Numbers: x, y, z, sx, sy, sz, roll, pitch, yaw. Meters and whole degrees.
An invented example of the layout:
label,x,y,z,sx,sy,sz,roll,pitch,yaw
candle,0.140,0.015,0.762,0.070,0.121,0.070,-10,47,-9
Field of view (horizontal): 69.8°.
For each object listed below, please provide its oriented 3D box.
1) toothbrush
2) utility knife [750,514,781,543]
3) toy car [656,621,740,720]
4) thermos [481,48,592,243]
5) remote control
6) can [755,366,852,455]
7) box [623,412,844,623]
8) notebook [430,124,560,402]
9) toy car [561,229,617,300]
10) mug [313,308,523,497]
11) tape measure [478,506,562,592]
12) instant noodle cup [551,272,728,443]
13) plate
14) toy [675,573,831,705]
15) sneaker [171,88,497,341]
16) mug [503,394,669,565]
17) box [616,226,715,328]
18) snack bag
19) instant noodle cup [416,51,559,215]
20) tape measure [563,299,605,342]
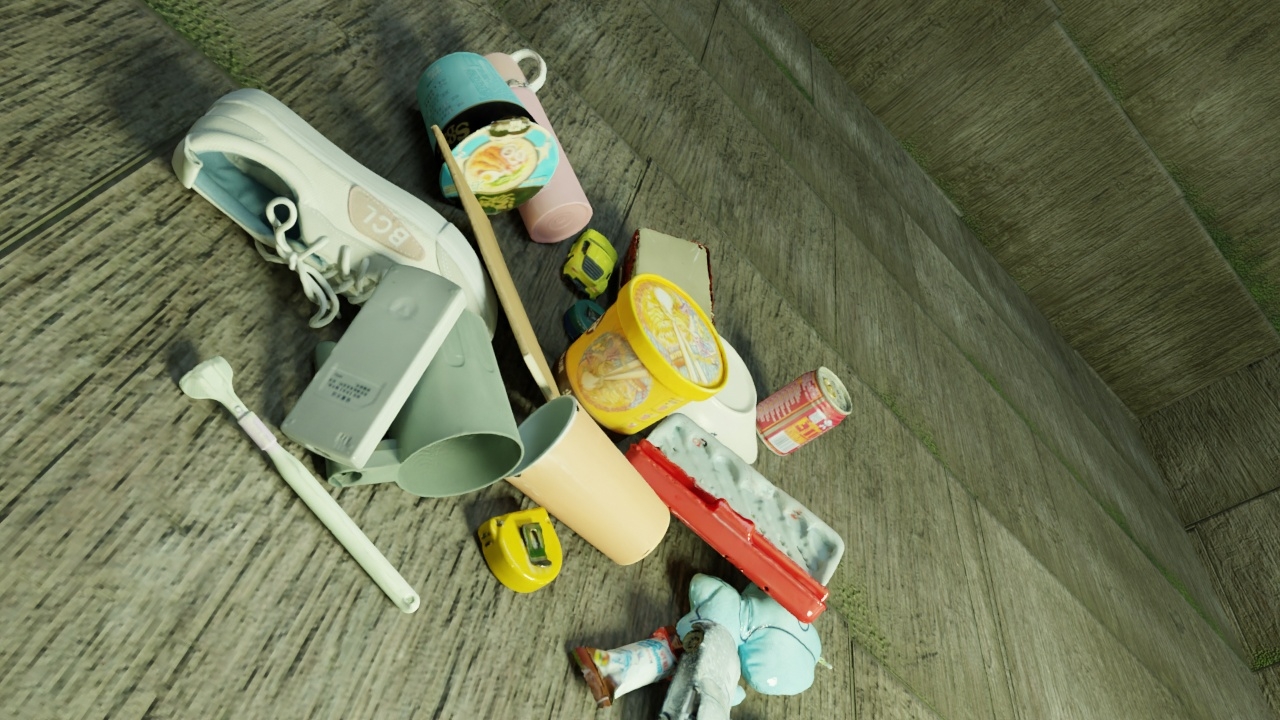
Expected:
label,x,y,z,sx,sy,sz,roll,pitch,yaw
toothbrush,-0.194,0.076,0.537,0.189,0.020,0.029,50,57,-7
utility knife,0.082,0.139,0.868,0.153,0.015,0.033,39,38,-25
toy car,0.043,0.243,0.648,0.054,0.037,0.120,51,44,-28
thermos,-0.107,-0.219,0.909,0.198,0.087,0.067,66,12,20
remote control,-0.163,0.000,0.572,0.056,0.019,0.134,20,64,15
can,0.178,0.056,1.013,0.066,0.094,0.066,35,34,-29
box,0.079,0.130,0.783,0.201,0.065,0.159,39,18,9
notebook,-0.110,-0.063,0.729,0.149,0.012,0.211,74,-8,-68
toy car,-0.047,-0.101,0.924,0.048,0.032,0.105,43,29,-17
mug,-0.148,0.028,0.605,0.123,0.084,0.103,-2,56,-27
tape measure,-0.079,0.129,0.633,0.060,0.029,0.057,-1,60,-55
instant noodle cup,-0.005,0.005,0.784,0.118,0.115,0.118,35,35,-29
plate,0.074,0.017,0.967,0.163,0.034,0.164,31,36,-33
toy,0.097,0.228,0.760,0.156,0.050,0.161,43,35,-14
sneaker,-0.199,-0.076,0.620,0.242,0.090,0.090,41,33,-20
mug,-0.038,0.094,0.689,0.123,0.078,0.078,46,30,-22
box,0.024,-0.064,0.910,0.091,0.078,0.168,14,40,-11
snack bag,-0.002,0.216,0.652,0.104,0.026,0.048,11,41,-50
instant noodle cup,-0.147,-0.214,0.835,0.111,0.111,0.120,11,44,-50
tape measure,-0.045,-0.031,0.857,0.054,0.025,0.058,34,34,-32
